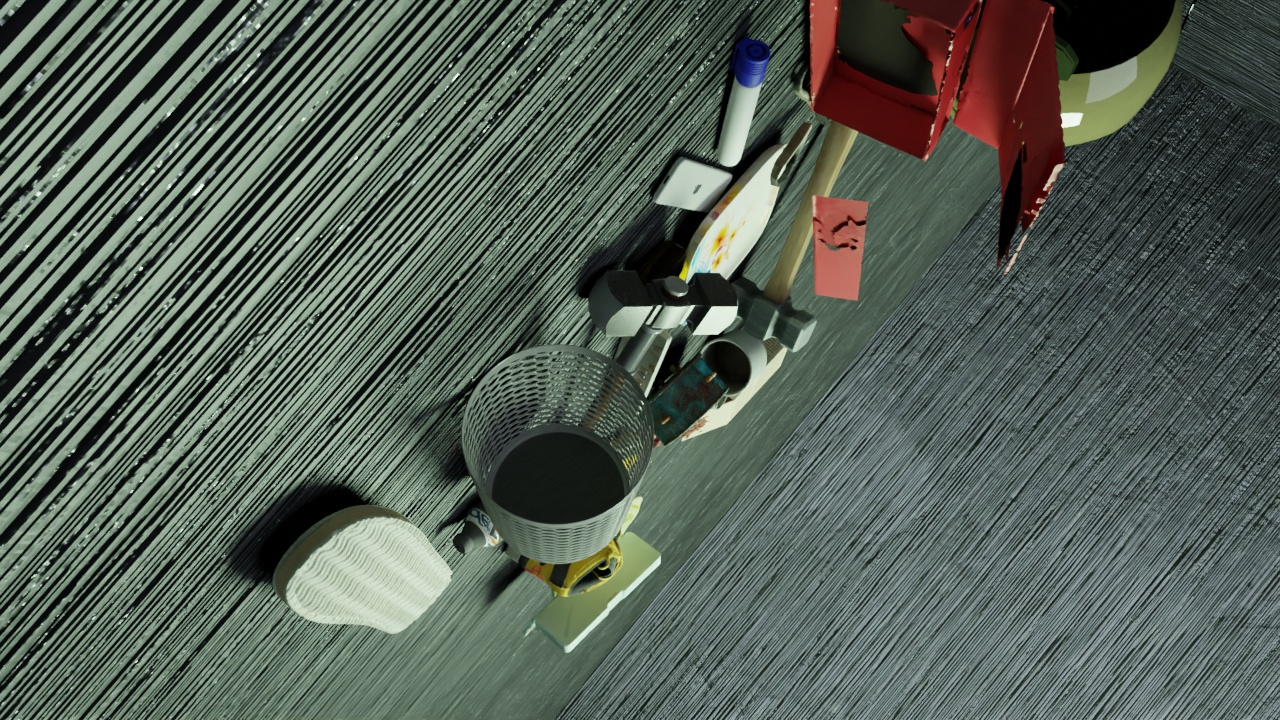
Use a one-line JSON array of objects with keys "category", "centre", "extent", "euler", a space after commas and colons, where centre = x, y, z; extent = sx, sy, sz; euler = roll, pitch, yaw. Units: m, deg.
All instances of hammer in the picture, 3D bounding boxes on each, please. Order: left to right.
[{"category": "hammer", "centre": [-0.032, 0.030, 0.939], "extent": [0.155, 0.043, 0.323], "euler": [-2, 143, -32]}, {"category": "hammer", "centre": [0.199, -0.166, 1.116], "extent": [0.051, 0.117, 0.324], "euler": [-32, 147, -50]}]

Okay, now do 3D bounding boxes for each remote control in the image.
[{"category": "remote control", "centre": [-0.006, 0.006, 0.997], "extent": [0.011, 0.050, 0.136], "euler": [-38, 160, -39]}, {"category": "remote control", "centre": [0.050, -0.161, 0.849], "extent": [0.045, 0.008, 0.146], "euler": [-56, 164, 18]}]

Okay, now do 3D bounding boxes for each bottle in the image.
[{"category": "bottle", "centre": [-0.150, 0.163, 0.964], "extent": [0.112, 0.047, 0.047], "euler": [-37, 160, -40]}]

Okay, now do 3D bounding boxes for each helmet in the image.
[{"category": "helmet", "centre": [0.388, -0.328, 0.905], "extent": [0.250, 0.255, 0.233], "euler": [-49, 161, -6]}]

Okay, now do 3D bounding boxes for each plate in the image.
[{"category": "plate", "centre": [0.094, -0.136, 0.993], "extent": [0.186, 0.016, 0.187], "euler": [-50, 165, -23]}]

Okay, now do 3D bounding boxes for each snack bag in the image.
[{"category": "snack bag", "centre": [0.134, 0.037, 1.421], "extent": [0.206, 0.070, 0.094], "euler": [-45, 163, -20]}]

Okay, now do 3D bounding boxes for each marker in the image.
[{"category": "marker", "centre": [0.085, -0.218, 0.787], "extent": [0.023, 0.027, 0.133], "euler": [-44, 165, -22]}]

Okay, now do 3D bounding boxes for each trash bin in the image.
[{"category": "trash bin", "centre": [-0.074, 0.095, 0.828], "extent": [0.156, 0.156, 0.184], "euler": [-44, 166, -21]}]

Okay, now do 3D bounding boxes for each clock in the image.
[{"category": "clock", "centre": [0.047, 0.050, 1.212], "extent": [0.121, 0.073, 0.158], "euler": [-42, 179, -10]}]

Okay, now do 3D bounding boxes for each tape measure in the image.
[{"category": "tape measure", "centre": [0.019, -0.077, 0.900], "extent": [0.065, 0.037, 0.064], "euler": [-45, 163, -20]}]

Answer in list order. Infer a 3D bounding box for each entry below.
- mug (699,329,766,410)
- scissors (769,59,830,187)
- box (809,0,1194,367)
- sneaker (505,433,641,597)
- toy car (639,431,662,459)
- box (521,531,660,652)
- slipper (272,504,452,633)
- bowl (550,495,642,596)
[{"category": "mug", "centre": [0.129, 0.014, 1.318], "extent": [0.070, 0.084, 0.113], "euler": [-30, 138, -58]}, {"category": "scissors", "centre": [0.173, -0.255, 0.943], "extent": [0.170, 0.012, 0.157], "euler": [-60, 160, -13]}, {"category": "box", "centre": [0.296, -0.193, 0.769], "extent": [0.124, 0.378, 0.211], "euler": [-38, 161, -2]}, {"category": "sneaker", "centre": [-0.051, 0.204, 1.195], "extent": [0.238, 0.122, 0.086], "euler": [-42, 164, -24]}, {"category": "toy car", "centre": [0.017, 0.108, 1.329], "extent": [0.042, 0.036, 0.091], "euler": [-30, 160, -54]}, {"category": "box", "centre": [-0.071, 0.326, 1.294], "extent": [0.197, 0.078, 0.123], "euler": [-38, 179, -33]}, {"category": "slipper", "centre": [-0.229, 0.175, 0.765], "extent": [0.115, 0.052, 0.263], "euler": [-45, 160, -12]}, {"category": "bowl", "centre": [-0.081, 0.254, 1.341], "extent": [0.188, 0.060, 0.220], "euler": [-42, 163, -29]}]
